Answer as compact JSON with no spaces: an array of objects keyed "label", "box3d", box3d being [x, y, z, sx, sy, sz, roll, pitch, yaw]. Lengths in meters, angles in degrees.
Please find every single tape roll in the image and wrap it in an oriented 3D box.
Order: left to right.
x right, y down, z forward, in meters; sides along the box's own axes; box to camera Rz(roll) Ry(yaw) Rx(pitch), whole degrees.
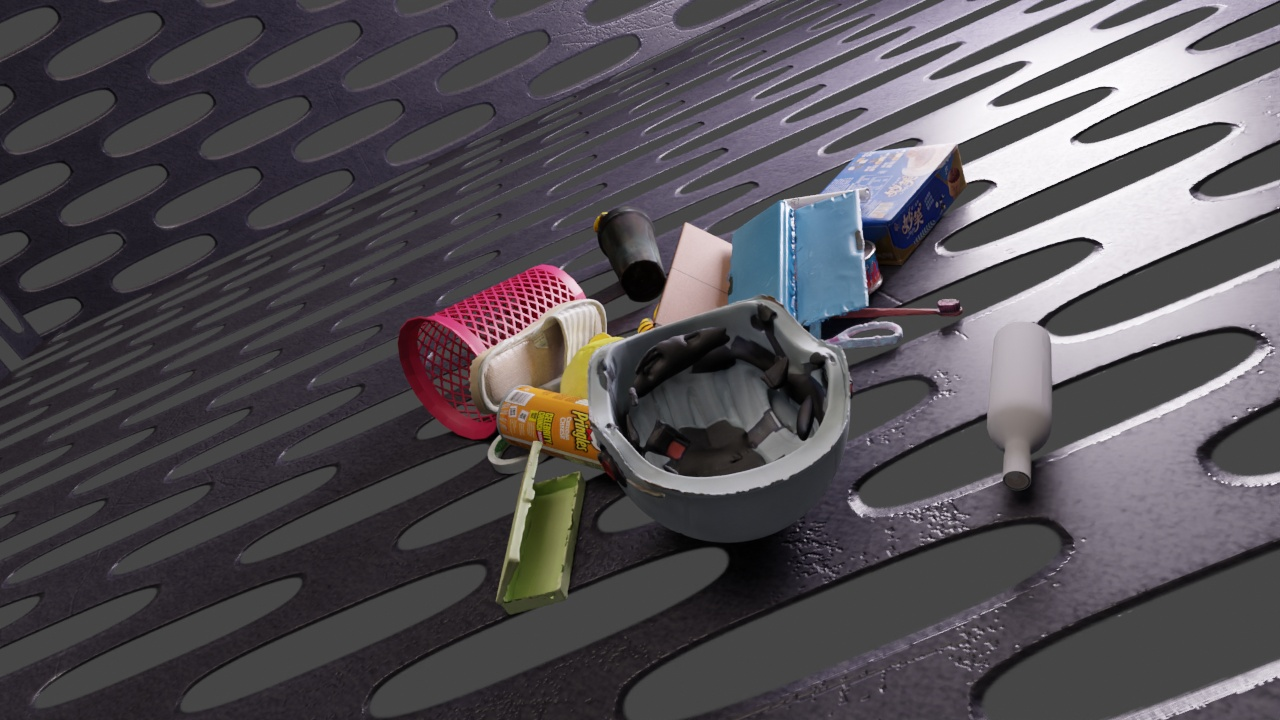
[{"label":"tape roll","box3d":[-0.145,0.105,1.149,0.094,0.018,0.093,-19,28,11]}]

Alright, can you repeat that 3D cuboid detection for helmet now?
[{"label":"helmet","box3d":[0.078,0.074,0.855,0.236,0.164,0.264,-21,37,-10]}]

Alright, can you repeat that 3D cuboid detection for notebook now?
[{"label":"notebook","box3d":[0.099,-0.082,1.140,0.208,0.141,0.008,-73,10,-46]}]

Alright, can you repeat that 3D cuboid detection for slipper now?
[{"label":"slipper","box3d":[-0.119,-0.006,1.185,0.054,0.114,0.271,12,28,30]}]

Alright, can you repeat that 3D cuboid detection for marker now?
[{"label":"marker","box3d":[0.244,-0.212,1.224,0.134,0.017,0.020,-1,74,42]}]

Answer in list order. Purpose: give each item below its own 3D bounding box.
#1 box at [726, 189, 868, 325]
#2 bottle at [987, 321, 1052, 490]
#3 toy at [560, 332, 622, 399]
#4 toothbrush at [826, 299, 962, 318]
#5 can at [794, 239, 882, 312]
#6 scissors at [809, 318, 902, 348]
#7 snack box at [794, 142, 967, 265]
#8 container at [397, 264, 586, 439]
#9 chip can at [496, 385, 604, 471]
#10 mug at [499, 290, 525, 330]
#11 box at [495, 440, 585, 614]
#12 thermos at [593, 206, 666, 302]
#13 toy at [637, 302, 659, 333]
[{"label":"box","box3d":[0.179,-0.115,1.088,0.177,0.047,0.231,-24,36,27]},{"label":"bottle","box3d":[0.336,0.040,0.813,0.053,0.052,0.194,-9,32,29]},{"label":"toy","box3d":[-0.007,0.007,1.134,0.214,0.084,0.148,-10,27,27]},{"label":"toothbrush","box3d":[0.282,-0.059,1.074,0.190,0.016,0.016,1,38,42]},{"label":"can","box3d":[0.233,-0.107,1.148,0.130,0.044,0.129,-17,21,7]},{"label":"scissors","box3d":[0.207,-0.006,1.035,0.173,0.013,0.170,-8,33,21]},{"label":"snack box","box3d":[0.325,-0.211,1.247,0.155,0.069,0.202,5,41,46]},{"label":"container","box3d":[-0.186,-0.029,1.268,0.184,0.183,0.225,1,30,42]},{"label":"chip can","box3d":[-0.065,0.080,1.038,0.215,0.075,0.075,10,43,41]},{"label":"mug","box3d":[-0.165,-0.083,1.448,0.088,0.078,0.114,-30,0,-8]},{"label":"box","box3d":[-0.110,0.177,0.959,0.078,0.090,0.187,-38,24,22]},{"label":"thermos","box3d":[-0.014,-0.172,1.446,0.098,0.098,0.220,-23,32,5]},{"label":"toy","box3d":[0.035,-0.054,1.227,0.104,0.046,0.084,-46,42,37]}]
